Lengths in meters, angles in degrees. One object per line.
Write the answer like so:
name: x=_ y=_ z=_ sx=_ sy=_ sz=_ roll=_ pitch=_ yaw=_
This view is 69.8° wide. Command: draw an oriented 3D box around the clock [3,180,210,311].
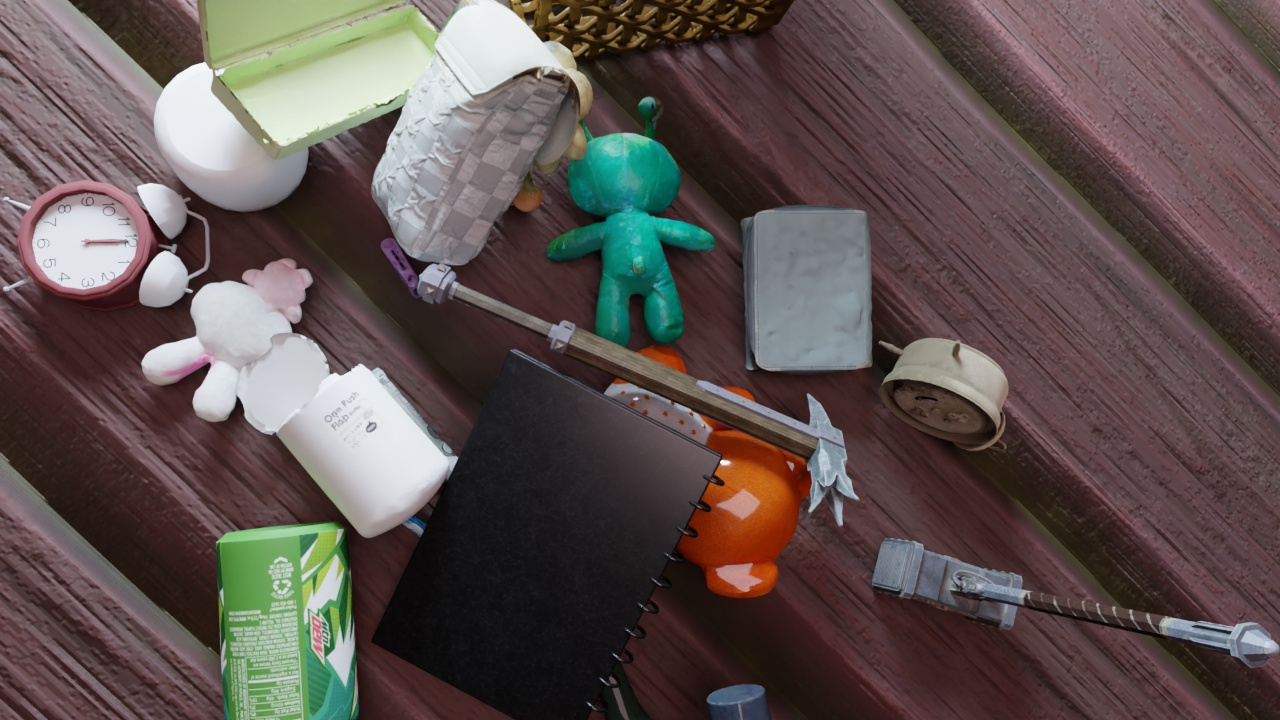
clock: x=-0.365 y=-0.079 z=0.635 sx=0.124 sy=0.044 sz=0.087 roll=-3 pitch=83 yaw=-10

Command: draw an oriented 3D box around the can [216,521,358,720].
can: x=-0.233 y=0.183 z=0.607 sx=0.083 sy=0.083 sz=0.144 roll=-4 pitch=84 yaw=-12

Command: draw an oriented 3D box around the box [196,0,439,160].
box: x=-0.212 y=-0.226 z=0.635 sx=0.187 sy=0.061 sz=0.133 roll=-46 pitch=132 yaw=-42

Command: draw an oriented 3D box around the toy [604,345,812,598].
toy: x=0.037 y=0.087 z=0.676 sx=0.172 sy=0.093 sz=0.163 roll=28 pitch=75 yaw=6

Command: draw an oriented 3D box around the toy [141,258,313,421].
toy: x=-0.283 y=-0.021 z=0.648 sx=0.076 sy=0.037 sz=0.125 roll=36 pitch=75 yaw=-1

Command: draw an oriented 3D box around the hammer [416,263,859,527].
hammer: x=-0.004 y=0.004 z=0.636 sx=0.317 sy=0.146 sz=0.028 roll=24 pitch=115 yaw=-5

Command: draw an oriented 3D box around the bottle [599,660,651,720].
bottle: x=0.001 y=0.288 z=0.656 sx=0.055 sy=0.055 sz=0.174 roll=-20 pitch=84 yaw=-13

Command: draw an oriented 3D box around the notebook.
notebook: x=-0.063 y=0.133 z=0.632 sx=0.169 sy=0.019 sz=0.231 roll=27 pitch=97 yaw=4

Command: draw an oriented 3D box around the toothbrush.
toothbrush: x=-0.137 y=0.080 z=0.671 sx=0.024 sy=0.022 sz=0.185 roll=-43 pitch=91 yaw=5

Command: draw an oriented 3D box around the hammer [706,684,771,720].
hammer: x=-0.061 y=0.312 z=0.613 sx=0.322 sy=0.040 sz=0.129 roll=-11 pitch=85 yaw=3

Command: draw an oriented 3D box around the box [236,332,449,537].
box: x=-0.208 y=0.045 z=0.628 sx=0.081 sy=0.092 sz=0.160 roll=-42 pitch=96 yaw=-30

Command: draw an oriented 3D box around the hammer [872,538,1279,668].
hammer: x=0.264 y=0.156 z=0.585 sx=0.098 sy=0.322 sz=0.044 roll=19 pitch=79 yaw=-8

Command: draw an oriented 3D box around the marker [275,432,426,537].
marker: x=-0.202 y=0.091 z=0.662 sx=0.142 sy=0.013 sz=0.013 roll=37 pitch=77 yaw=-5

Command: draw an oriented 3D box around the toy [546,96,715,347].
toy: x=-0.009 y=-0.105 z=0.693 sx=0.130 sy=0.072 sz=0.193 roll=-7 pitch=83 yaw=-3

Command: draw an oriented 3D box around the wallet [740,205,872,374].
wallet: x=0.131 y=-0.054 z=0.727 sx=0.100 sy=0.054 sz=0.131 roll=0 pitch=85 yaw=-2

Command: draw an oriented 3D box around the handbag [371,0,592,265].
handbag: x=-0.110 y=-0.151 z=0.652 sx=0.172 sy=0.123 sz=0.112 roll=-53 pitch=54 yaw=22

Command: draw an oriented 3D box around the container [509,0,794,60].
container: x=0.002 y=-0.385 z=0.656 sx=0.214 sy=0.220 sz=0.251 roll=-14 pitch=86 yaw=-13

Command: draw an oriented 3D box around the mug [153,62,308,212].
mug: x=-0.278 y=-0.163 z=0.651 sx=0.115 sy=0.068 sz=0.094 roll=-30 pitch=89 yaw=-13

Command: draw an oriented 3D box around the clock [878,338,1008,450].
clock: x=0.253 y=0.031 z=0.728 sx=0.141 sy=0.093 sz=0.054 roll=40 pitch=68 yaw=-30

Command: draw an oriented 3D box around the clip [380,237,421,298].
clip: x=-0.175 y=-0.069 z=0.679 sx=0.014 sy=0.045 sz=0.051 roll=-31 pitch=103 yaw=-12
